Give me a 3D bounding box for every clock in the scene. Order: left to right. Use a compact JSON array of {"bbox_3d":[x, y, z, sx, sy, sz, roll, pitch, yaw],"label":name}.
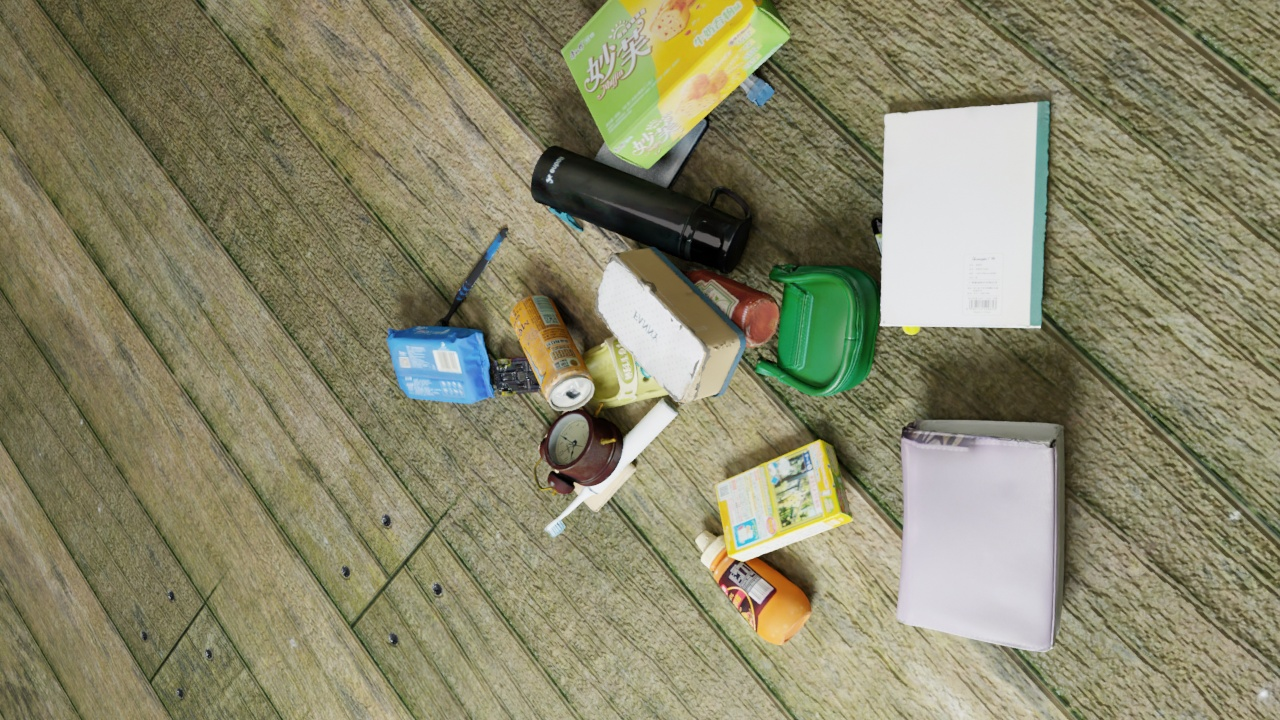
[{"bbox_3d":[-0.076,0.107,1.065,0.122,0.055,0.082,-38,48,18],"label":"clock"}]

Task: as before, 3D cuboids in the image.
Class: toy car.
[{"bbox_3d":[-0.137,0.018,1.141,0.106,0.031,0.049,-6,94,32],"label":"toy car"}]

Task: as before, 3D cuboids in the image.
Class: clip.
[{"bbox_3d":[-0.086,-0.177,1.099,0.056,0.013,0.039,31,109,21],"label":"clip"},{"bbox_3d":[0.114,-0.297,0.969,0.027,0.044,0.058,-47,65,28],"label":"clip"}]

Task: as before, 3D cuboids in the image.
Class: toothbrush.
[{"bbox_3d":[-0.223,-0.097,1.184,0.014,0.016,0.190,43,114,9],"label":"toothbrush"},{"bbox_3d":[-0.038,0.129,1.080,0.026,0.026,0.221,46,104,12],"label":"toothbrush"}]

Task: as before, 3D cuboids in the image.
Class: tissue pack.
[{"bbox_3d":[-0.257,0.003,1.186,0.157,0.052,0.095,3,115,28],"label":"tissue pack"}]

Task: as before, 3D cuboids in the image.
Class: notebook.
[{"bbox_3d":[0.306,-0.136,0.876,0.151,0.012,0.209,2,93,28],"label":"notebook"}]

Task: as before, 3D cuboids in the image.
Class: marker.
[{"bbox_3d":[0.256,-0.086,0.921,0.018,0.015,0.124,-19,84,25],"label":"marker"}]

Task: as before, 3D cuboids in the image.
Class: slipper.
[{"bbox_3d":[-0.006,0.006,1.041,0.191,0.081,0.091,-22,88,32],"label":"slipper"}]

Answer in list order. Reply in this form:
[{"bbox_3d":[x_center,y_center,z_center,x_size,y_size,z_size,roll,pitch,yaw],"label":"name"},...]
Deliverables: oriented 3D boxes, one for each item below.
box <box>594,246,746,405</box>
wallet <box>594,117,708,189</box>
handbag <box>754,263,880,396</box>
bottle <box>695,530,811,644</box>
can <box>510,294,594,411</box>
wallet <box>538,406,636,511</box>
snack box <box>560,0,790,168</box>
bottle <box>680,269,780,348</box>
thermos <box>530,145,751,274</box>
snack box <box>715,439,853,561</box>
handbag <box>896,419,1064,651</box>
[{"bbox_3d":[0.029,-0.034,0.934,0.184,0.059,0.090,48,135,29],"label":"box"},{"bbox_3d":[0.011,-0.242,1.035,0.097,0.019,0.121,40,112,16],"label":"wallet"},{"bbox_3d":[0.178,-0.033,0.937,0.120,0.067,0.131,11,103,36],"label":"handbag"},{"bbox_3d":[0.118,0.244,1.016,0.149,0.066,0.067,41,114,26],"label":"bottle"},{"bbox_3d":[-0.105,-0.011,1.074,0.058,0.058,0.146,-50,48,24],"label":"can"},{"bbox_3d":[-0.068,0.120,1.123,0.115,0.024,0.087,46,110,15],"label":"wallet"},{"bbox_3d":[0.030,-0.329,0.958,0.211,0.070,0.157,-38,61,26],"label":"snack box"},{"bbox_3d":[0.058,-0.072,0.982,0.206,0.059,0.060,28,110,44],"label":"bottle"},{"bbox_3d":[0.003,-0.174,1.008,0.243,0.068,0.089,23,73,18],"label":"thermos"},{"bbox_3d":[0.150,0.151,0.979,0.141,0.033,0.086,-30,53,30],"label":"snack box"},{"bbox_3d":[0.321,0.158,0.868,0.145,0.098,0.197,2,98,27],"label":"handbag"}]
